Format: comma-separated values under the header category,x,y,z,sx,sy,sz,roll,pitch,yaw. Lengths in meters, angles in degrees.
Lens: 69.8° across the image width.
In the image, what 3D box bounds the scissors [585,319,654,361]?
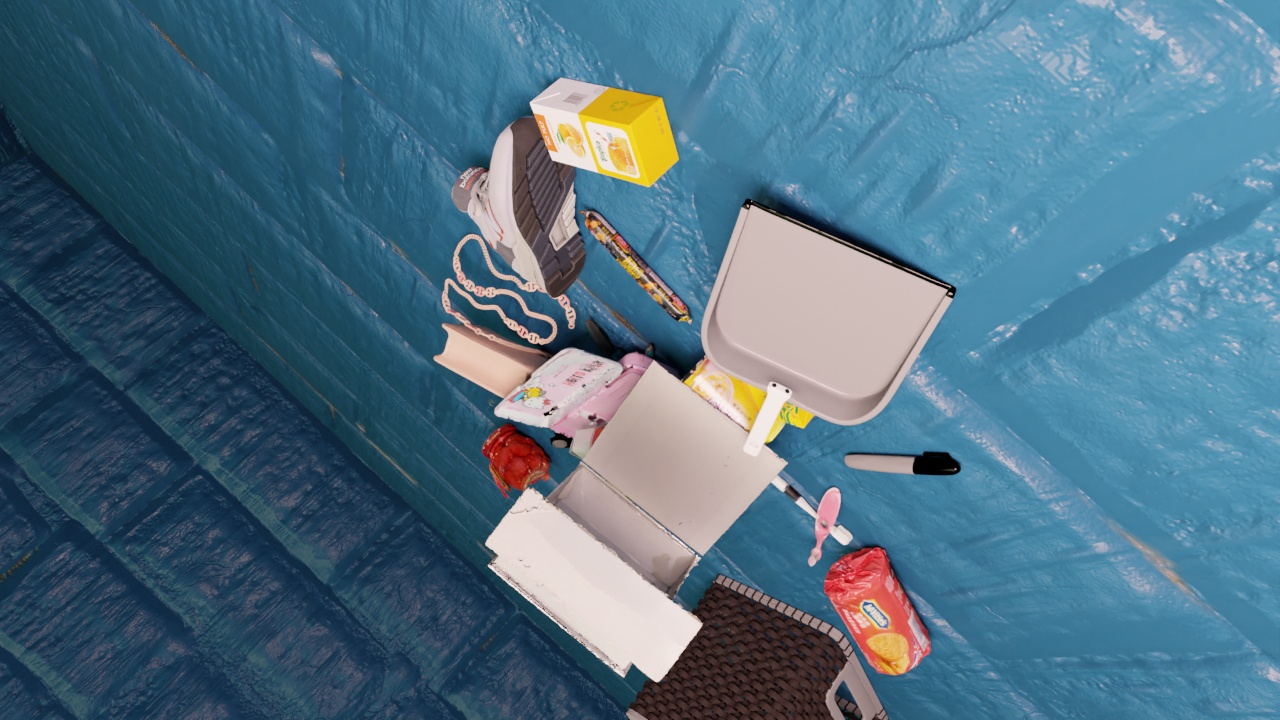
category,x,y,z,sx,sy,sz,roll,pitch,yaw
scissors,-0.006,0.006,1.061,0.118,0.019,0.148,4,139,52

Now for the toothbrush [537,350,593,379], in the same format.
category,x,y,z,sx,sy,sz,roll,pitch,yaw
toothbrush,-0.092,0.012,1.201,0.135,0.017,0.021,23,135,38

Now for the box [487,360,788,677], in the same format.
category,x,y,z,sx,sy,sz,roll,pitch,yaw
box,0.052,0.089,0.946,0.167,0.445,0.165,38,164,4

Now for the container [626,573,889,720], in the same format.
category,x,y,z,sx,sy,sz,roll,pitch,yaw
container,0.165,0.510,1.330,0.246,0.243,0.247,14,142,47

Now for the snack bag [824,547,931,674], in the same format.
category,x,y,z,sx,sy,sz,roll,pitch,yaw
snack bag,0.263,0.275,1.017,0.082,0.082,0.176,9,138,52

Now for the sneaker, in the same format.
category,x,y,z,sx,sy,sz,roll,pitch,yaw
sneaker,-0.132,-0.159,0.903,0.124,0.088,0.240,30,155,21

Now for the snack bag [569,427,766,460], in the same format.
category,x,y,z,sx,sy,sz,roll,pitch,yaw
snack bag,0.028,0.100,1.039,0.226,0.041,0.077,-6,148,38

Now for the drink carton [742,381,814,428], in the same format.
category,x,y,z,sx,sy,sz,roll,pitch,yaw
drink carton,0.122,0.004,0.837,0.058,0.041,0.122,18,144,44

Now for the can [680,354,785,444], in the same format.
category,x,y,z,sx,sy,sz,roll,pitch,yaw
can,0.088,0.042,0.916,0.105,0.067,0.068,44,156,-1

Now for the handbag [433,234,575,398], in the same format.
category,x,y,z,sx,sy,sz,roll,pitch,yaw
handbag,-0.145,-0.042,1.159,0.199,0.116,0.187,27,106,26

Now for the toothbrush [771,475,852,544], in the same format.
category,x,y,z,sx,sy,sz,roll,pitch,yaw
toothbrush,0.163,0.140,1.028,0.187,0.012,0.017,41,142,6

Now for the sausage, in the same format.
category,x,y,z,sx,sy,sz,roll,pitch,yaw
sausage,-0.004,-0.092,0.900,0.155,0.020,0.020,46,155,-6

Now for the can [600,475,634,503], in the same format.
category,x,y,z,sx,sy,sz,roll,pitch,yaw
can,-0.015,0.144,1.233,0.067,0.067,0.121,39,155,10

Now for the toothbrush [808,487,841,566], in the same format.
category,x,y,z,sx,sy,sz,roll,pitch,yaw
toothbrush,0.201,0.184,1.006,0.021,0.016,0.135,25,139,21

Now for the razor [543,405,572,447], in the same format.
category,x,y,z,sx,sy,sz,roll,pitch,yaw
razor,-0.125,0.069,1.302,0.156,0.060,0.057,49,176,39

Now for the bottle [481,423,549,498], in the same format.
category,x,y,z,sx,sy,sz,roll,pitch,yaw
bottle,-0.210,0.173,1.541,0.111,0.098,0.099,40,156,18

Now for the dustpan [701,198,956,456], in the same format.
category,x,y,z,sx,sy,sz,roll,pitch,yaw
dustpan,0.126,0.000,0.753,0.163,0.033,0.258,25,144,8

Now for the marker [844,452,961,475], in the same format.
category,x,y,z,sx,sy,sz,roll,pitch,yaw
marker,0.236,0.092,0.840,0.139,0.016,0.022,-4,97,59

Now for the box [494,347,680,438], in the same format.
category,x,y,z,sx,sy,sz,roll,pitch,yaw
box,-0.063,0.038,1.054,0.153,0.041,0.202,22,146,-24

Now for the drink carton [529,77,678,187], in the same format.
category,x,y,z,sx,sy,sz,roll,pitch,yaw
drink carton,-0.033,-0.191,0.761,0.123,0.040,0.058,24,149,37
